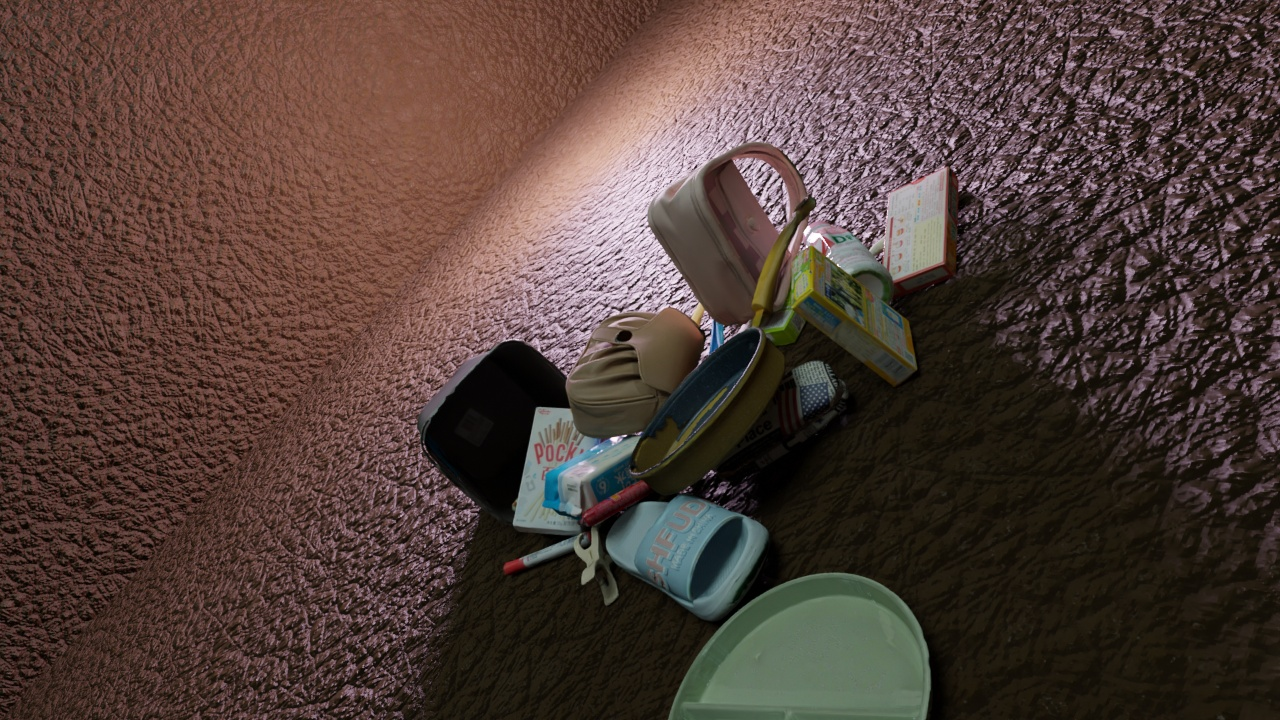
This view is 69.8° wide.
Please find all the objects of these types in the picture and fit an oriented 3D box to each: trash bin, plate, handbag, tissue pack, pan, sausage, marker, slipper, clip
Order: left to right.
[{"bbox_3d":[-0.198,0.092,1.262,0.198,0.199,0.220,-49,18,-14],"label":"trash bin"},{"bbox_3d":[-0.108,0.229,1.089,0.146,0.017,0.017,-27,28,32],"label":"marker"},{"bbox_3d":[-0.053,0.209,0.981,0.034,0.076,0.103,-37,13,13],"label":"clip"},{"bbox_3d":[-0.037,0.135,1.041,0.139,0.063,0.090,-27,14,-29],"label":"tissue pack"},{"bbox_3d":[-0.007,0.007,1.114,0.148,0.100,0.204,-2,33,17],"label":"handbag"},{"bbox_3d":[-0.002,0.142,0.994,0.155,0.020,0.020,-24,14,-27],"label":"sausage"},{"bbox_3d":[0.033,0.174,0.889,0.103,0.074,0.246,-51,23,-20],"label":"slipper"},{"bbox_3d":[0.101,-0.020,0.948,0.356,0.078,0.198,-51,10,-15],"label":"pan"},{"bbox_3d":[0.134,-0.175,1.131,0.094,0.193,0.233,-12,28,48],"label":"handbag"},{"bbox_3d":[0.113,0.259,0.676,0.231,0.027,0.229,-34,25,18],"label":"plate"}]

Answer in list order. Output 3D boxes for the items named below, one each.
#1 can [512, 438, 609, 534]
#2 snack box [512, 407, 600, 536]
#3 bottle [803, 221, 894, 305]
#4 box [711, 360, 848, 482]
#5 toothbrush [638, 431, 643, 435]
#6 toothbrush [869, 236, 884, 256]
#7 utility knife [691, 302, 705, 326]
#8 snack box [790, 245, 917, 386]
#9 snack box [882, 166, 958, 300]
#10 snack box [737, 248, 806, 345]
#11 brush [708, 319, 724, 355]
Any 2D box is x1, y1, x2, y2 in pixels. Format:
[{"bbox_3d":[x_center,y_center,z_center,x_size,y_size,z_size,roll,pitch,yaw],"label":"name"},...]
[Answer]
[{"bbox_3d":[-0.095,0.147,1.155,0.147,0.058,0.058,-49,24,-15],"label":"can"},{"bbox_3d":[-0.098,0.133,1.113,0.085,0.027,0.156,2,63,13],"label":"snack box"},{"bbox_3d":[0.224,-0.109,1.028,0.068,0.068,0.196,-37,22,13],"label":"bottle"},{"bbox_3d":[0.129,0.059,0.926,0.164,0.076,0.075,-34,23,20],"label":"box"},{"bbox_3d":[0.010,0.085,1.143,0.189,0.029,0.021,-45,68,-5],"label":"toothbrush"},{"bbox_3d":[0.293,-0.146,1.088,0.190,0.029,0.020,-38,67,8],"label":"toothbrush"},{"bbox_3d":[0.076,-0.062,1.209,0.031,0.019,0.177,-109,37,-62],"label":"utility knife"},{"bbox_3d":[0.208,-0.044,0.897,0.034,0.140,0.086,-43,20,32],"label":"snack box"},{"bbox_3d":[0.310,-0.143,1.018,0.077,0.027,0.155,-22,40,40],"label":"snack box"},{"bbox_3d":[0.184,-0.080,1.138,0.086,0.026,0.156,-11,39,51],"label":"snack box"},{"bbox_3d":[0.106,-0.067,1.235,0.083,0.046,0.254,-26,32,27],"label":"brush"}]
